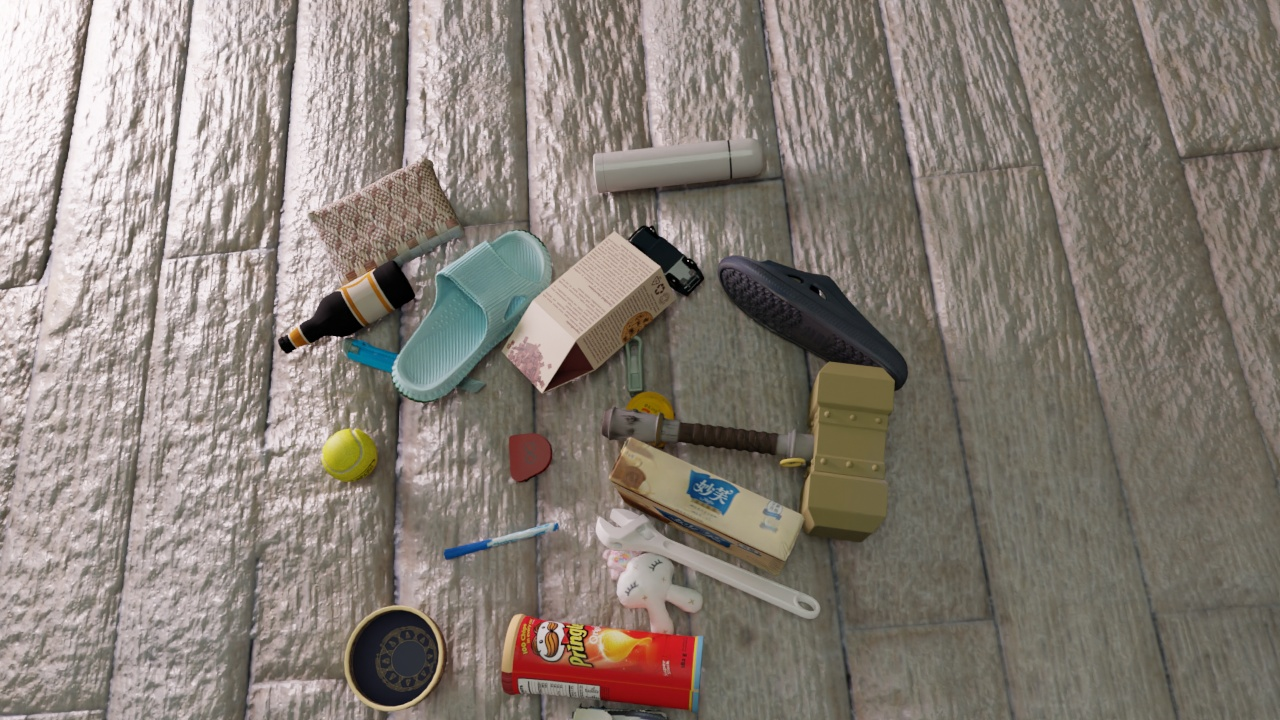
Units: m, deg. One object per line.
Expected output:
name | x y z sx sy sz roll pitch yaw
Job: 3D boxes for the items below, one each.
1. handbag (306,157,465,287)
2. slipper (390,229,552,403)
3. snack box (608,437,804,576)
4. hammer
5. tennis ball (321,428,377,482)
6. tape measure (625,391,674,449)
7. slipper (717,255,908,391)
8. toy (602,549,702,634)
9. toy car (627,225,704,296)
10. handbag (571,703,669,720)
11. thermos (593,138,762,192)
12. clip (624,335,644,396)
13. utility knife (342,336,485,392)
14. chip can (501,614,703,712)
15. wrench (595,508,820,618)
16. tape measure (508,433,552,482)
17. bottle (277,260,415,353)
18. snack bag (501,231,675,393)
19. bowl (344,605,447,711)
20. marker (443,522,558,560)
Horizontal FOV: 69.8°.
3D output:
handbag | -0.344 -0.186 1.247 0.185 0.047 0.124 -27 79 -4
slipper | -0.216 -0.064 1.175 0.116 0.069 0.275 35 73 12
snack box | 0.073 0.166 1.026 0.207 0.153 0.055 23 75 13
hammer | 0.117 0.092 1.070 0.325 0.101 0.190 7 72 6
tennis ball | -0.359 0.117 1.132 0.065 0.065 0.065 -2 71 5
tape measure | 0.010 0.069 1.131 0.068 0.030 0.058 25 76 9
slipper | 0.218 -0.065 1.118 0.268 0.111 0.083 34 74 12
toy | 0.008 0.258 1.063 0.075 0.037 0.125 -41 76 -13
toy car | 0.032 -0.130 1.195 0.112 0.034 0.046 42 80 16
handbag | -0.057 0.449 0.985 0.176 0.074 0.151 3 71 8
thermos | 0.051 -0.262 1.229 0.224 0.052 0.052 -5 71 4
clip | -0.007 0.007 1.156 0.023 0.043 0.076 -3 70 2
utility knife | -0.298 0.008 1.192 0.207 0.015 0.031 15 78 9
chip can | -0.040 0.335 1.016 0.213 0.087 0.087 4 71 6
wrench | 0.077 0.236 1.059 0.273 0.066 0.018 21 117 8
tape measure | -0.135 0.120 1.134 0.051 0.019 0.059 -5 78 2
bottle | -0.388 -0.063 1.201 0.181 0.059 0.059 -30 71 -5
snack bag | -0.070 -0.053 1.147 0.206 0.070 0.094 -41 54 -9
bowl | -0.272 0.340 1.049 0.112 0.061 0.112 -2 71 5
marker | -0.167 0.217 1.108 0.142 0.013 0.013 -15 70 0
